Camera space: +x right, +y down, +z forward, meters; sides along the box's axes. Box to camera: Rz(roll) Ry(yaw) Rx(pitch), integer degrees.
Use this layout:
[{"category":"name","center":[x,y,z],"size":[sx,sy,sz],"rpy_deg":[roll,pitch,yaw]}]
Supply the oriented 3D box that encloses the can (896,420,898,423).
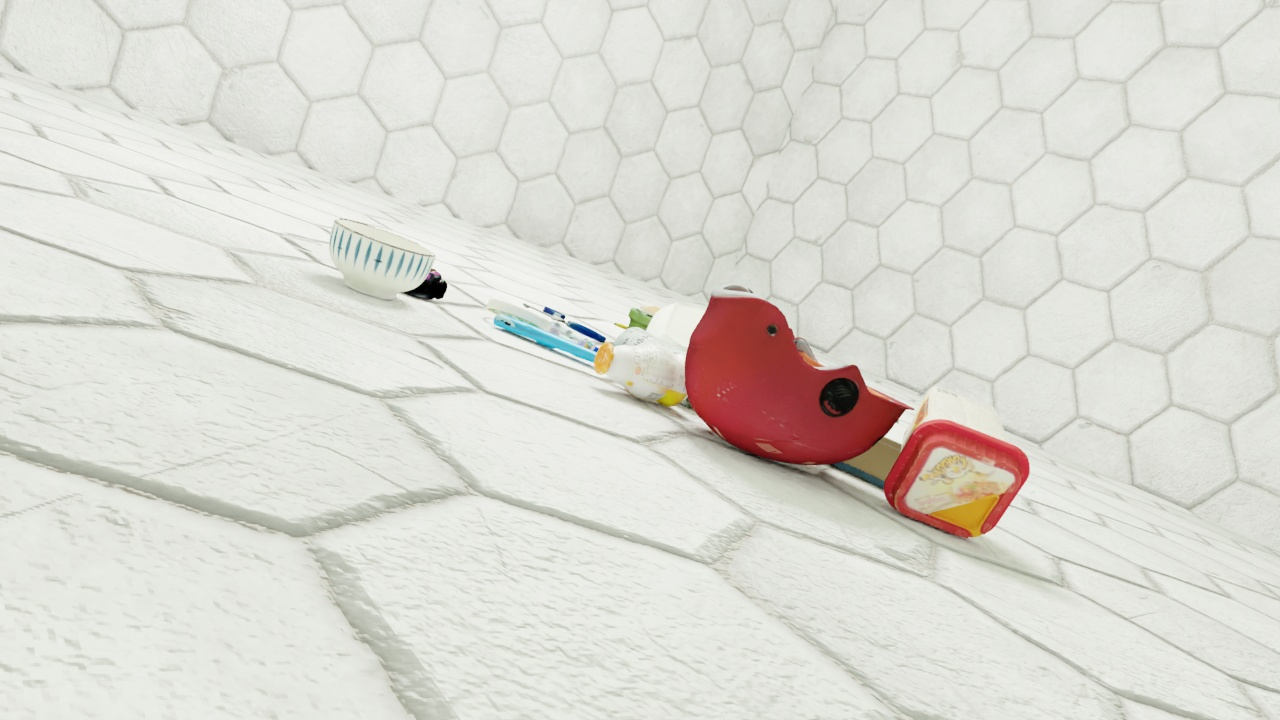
[{"category":"can","center":[0.317,0.078,1.405],"size":[0.147,0.058,0.057],"rpy_deg":[27,10,40]}]

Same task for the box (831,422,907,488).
[{"category":"box","center":[0.245,0.089,1.075],"size":[0.184,0.061,0.089],"rpy_deg":[23,17,26]}]

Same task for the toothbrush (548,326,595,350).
[{"category":"toothbrush","center":[-0.122,-0.043,1.211],"size":[0.029,0.021,0.189],"rpy_deg":[-10,23,-36]}]

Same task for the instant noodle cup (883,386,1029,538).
[{"category":"instant noodle cup","center":[0.318,0.097,0.934],"size":[0.116,0.117,0.124],"rpy_deg":[21,32,4]}]

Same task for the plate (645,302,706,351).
[{"category":"plate","center":[0.088,-0.030,1.300],"size":[0.162,0.034,0.265],"rpy_deg":[19,20,3]}]

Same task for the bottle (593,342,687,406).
[{"category":"bottle","center":[0.004,0.011,0.999],"size":[0.108,0.063,0.063],"rpy_deg":[17,8,-29]}]

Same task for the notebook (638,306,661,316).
[{"category":"notebook","center":[0.105,-0.045,1.466],"size":[0.208,0.008,0.147],"rpy_deg":[22,7,8]}]

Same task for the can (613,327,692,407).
[{"category":"can","center":[0.029,0.008,1.116],"size":[0.058,0.058,0.147],"rpy_deg":[14,10,-43]}]

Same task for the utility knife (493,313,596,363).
[{"category":"utility knife","center":[-0.090,-0.017,1.110],"size":[0.188,0.018,0.034],"rpy_deg":[21,0,12]}]

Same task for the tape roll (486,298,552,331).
[{"category":"tape roll","center":[-0.155,-0.057,1.169],"size":[0.086,0.014,0.086],"rpy_deg":[21,-6,2]}]

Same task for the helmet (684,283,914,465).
[{"category":"helmet","center":[0.145,0.034,0.940],"size":[0.240,0.144,0.207],"rpy_deg":[34,6,-11]}]

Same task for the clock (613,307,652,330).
[{"category":"clock","center":[0.045,-0.033,1.464],"size":[0.161,0.056,0.116],"rpy_deg":[18,9,-22]}]

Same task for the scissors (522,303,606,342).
[{"category":"scissors","center":[-0.099,-0.051,1.217],"size":[0.160,0.012,0.163],"rpy_deg":[26,4,-22]}]

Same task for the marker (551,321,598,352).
[{"category":"marker","center":[-0.083,-0.025,1.206],"size":[0.017,0.017,0.146],"rpy_deg":[15,9,-37]}]

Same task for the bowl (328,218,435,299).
[{"category":"bowl","center":[-0.296,-0.109,1.032],"size":[0.116,0.066,0.116],"rpy_deg":[20,9,-3]}]

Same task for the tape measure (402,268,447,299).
[{"category":"tape measure","center":[-0.274,-0.101,1.136],"size":[0.057,0.039,0.057],"rpy_deg":[28,10,41]}]
